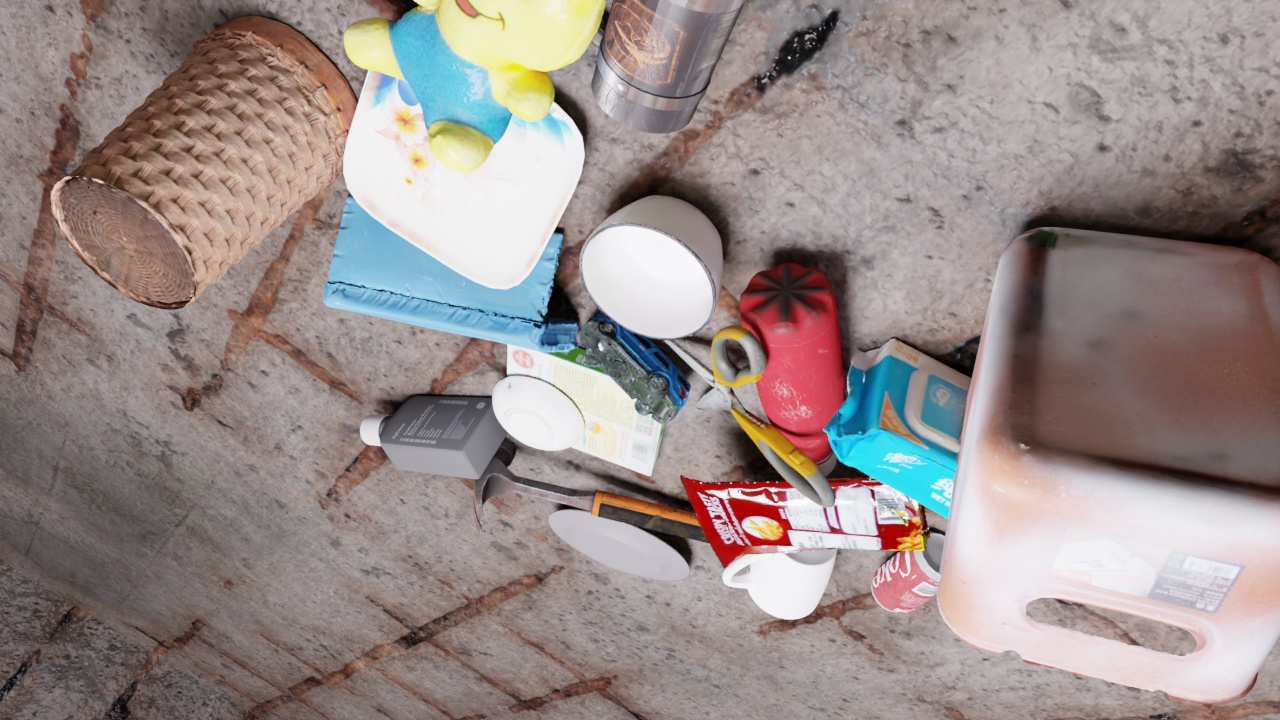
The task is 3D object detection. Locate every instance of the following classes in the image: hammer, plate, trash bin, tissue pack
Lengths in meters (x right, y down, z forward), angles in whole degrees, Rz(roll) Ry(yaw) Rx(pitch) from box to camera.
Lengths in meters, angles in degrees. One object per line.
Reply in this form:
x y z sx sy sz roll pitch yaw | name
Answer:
-0.030 0.166 0.993 0.314 0.137 0.035 13 120 4 | hammer
-0.028 0.225 1.089 0.178 0.012 0.179 18 152 10 | plate
-0.343 -0.159 0.733 0.151 0.209 0.151 14 138 13 | trash bin
-0.145 -0.162 0.745 0.187 0.016 0.187 33 127 -2 | plate
-0.110 0.062 0.939 0.104 0.026 0.104 16 140 14 | plate
0.249 0.067 0.728 0.209 0.116 0.066 27 135 0 | tissue pack
0.298 0.044 0.574 0.182 0.258 0.158 10 133 19 | trash bin

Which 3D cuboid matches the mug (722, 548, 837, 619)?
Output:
0.143 0.211 0.949 0.114 0.080 0.088 -1 134 -14 | mug

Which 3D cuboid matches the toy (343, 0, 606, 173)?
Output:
-0.097 -0.232 0.604 0.149 0.083 0.215 53 131 5 | toy

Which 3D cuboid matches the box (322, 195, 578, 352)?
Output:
-0.170 -0.082 0.859 0.232 0.094 0.112 12 94 19 | box

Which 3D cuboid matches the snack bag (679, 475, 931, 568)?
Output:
0.152 0.145 0.840 0.208 0.066 0.139 -10 137 19 | snack bag

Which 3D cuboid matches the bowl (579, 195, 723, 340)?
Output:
0.015 -0.080 0.735 0.116 0.065 0.116 15 138 14 | bowl

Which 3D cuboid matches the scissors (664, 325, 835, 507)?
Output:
0.082 0.029 0.767 0.225 0.016 0.229 44 163 26 | scissors

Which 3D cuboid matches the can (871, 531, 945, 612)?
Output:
0.274 0.213 0.915 0.054 0.053 0.097 28 140 -1 | can

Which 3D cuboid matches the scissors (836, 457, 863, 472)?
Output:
0.263 0.128 0.862 0.142 0.014 0.147 -20 122 38 | scissors

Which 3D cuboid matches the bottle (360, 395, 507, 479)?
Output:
-0.239 0.082 1.029 0.174 0.083 0.046 1 133 28 | bottle

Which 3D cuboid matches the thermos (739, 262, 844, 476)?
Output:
0.135 0.024 0.775 0.073 0.073 0.240 7 143 22 | thermos

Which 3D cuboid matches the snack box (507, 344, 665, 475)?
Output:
-0.055 0.043 0.932 0.168 0.027 0.132 19 139 9 | snack box

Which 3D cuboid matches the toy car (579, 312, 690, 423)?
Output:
-0.005 0.005 0.846 0.120 0.043 0.056 43 146 8 | toy car

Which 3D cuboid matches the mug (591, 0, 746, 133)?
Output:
0.006 -0.224 0.593 0.116 0.079 0.107 49 144 18 | mug
